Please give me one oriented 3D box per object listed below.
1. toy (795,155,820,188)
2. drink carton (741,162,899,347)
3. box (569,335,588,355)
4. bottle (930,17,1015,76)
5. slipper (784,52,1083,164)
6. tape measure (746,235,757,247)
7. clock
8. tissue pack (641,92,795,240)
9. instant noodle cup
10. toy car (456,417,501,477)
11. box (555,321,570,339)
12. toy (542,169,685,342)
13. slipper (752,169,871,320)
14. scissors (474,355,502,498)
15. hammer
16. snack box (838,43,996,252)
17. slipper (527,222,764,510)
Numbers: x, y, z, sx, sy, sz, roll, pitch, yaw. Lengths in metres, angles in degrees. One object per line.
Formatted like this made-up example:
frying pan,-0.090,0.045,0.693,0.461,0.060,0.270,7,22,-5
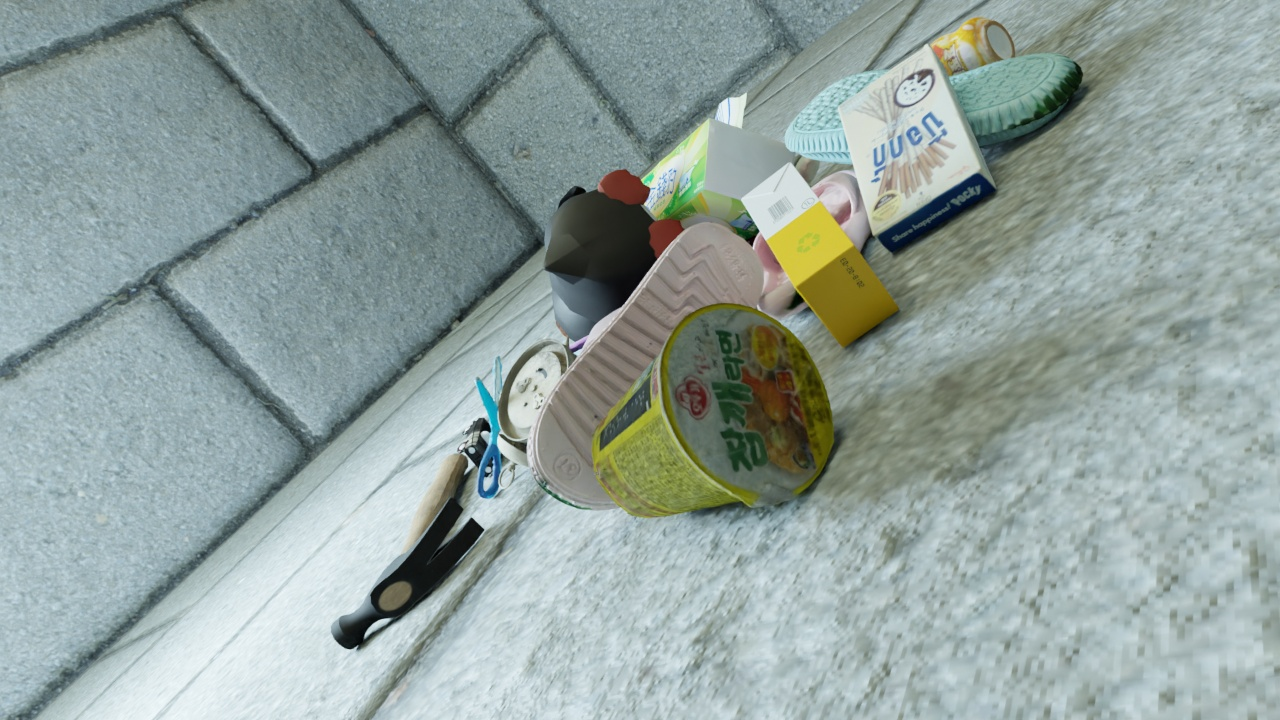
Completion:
toy,0.144,-0.172,0.981,0.126,0.037,0.075,-29,25,52
drink carton,0.109,-0.071,0.577,0.040,0.058,0.122,-36,35,14
box,-0.014,-0.006,0.822,0.215,0.062,0.139,-25,22,50
bottle,0.282,-0.263,0.838,0.109,0.063,0.063,-22,21,53
slipper,0.226,-0.190,0.744,0.115,0.069,0.277,-43,28,-21
tape measure,0.101,-0.105,0.914,0.052,0.019,0.058,-32,14,31
clock,-0.084,0.049,0.792,0.093,0.054,0.141,29,92,53
tissue pack,0.069,-0.193,0.959,0.198,0.120,0.141,-21,59,56
instant noodle cup,0.028,0.038,0.474,0.102,0.102,0.108,-49,7,-36
toy car,-0.162,0.087,0.956,0.037,0.040,0.092,-36,15,6
box,-0.050,-0.050,1.087,0.188,0.054,0.076,-25,51,54
toy,-0.046,-0.075,0.931,0.139,0.159,0.184,-30,-21,-25
slipper,0.130,-0.096,0.717,0.107,0.055,0.221,-35,14,30
scissors,-0.132,0.065,0.822,0.013,0.141,0.113,14,57,21
hammer,-0.197,0.148,0.868,0.132,0.040,0.305,-42,11,7
snack box,0.192,-0.154,0.655,0.082,0.026,0.149,-31,43,31
slipper,0.007,0.006,0.614,0.238,0.094,0.065,-56,8,-32
